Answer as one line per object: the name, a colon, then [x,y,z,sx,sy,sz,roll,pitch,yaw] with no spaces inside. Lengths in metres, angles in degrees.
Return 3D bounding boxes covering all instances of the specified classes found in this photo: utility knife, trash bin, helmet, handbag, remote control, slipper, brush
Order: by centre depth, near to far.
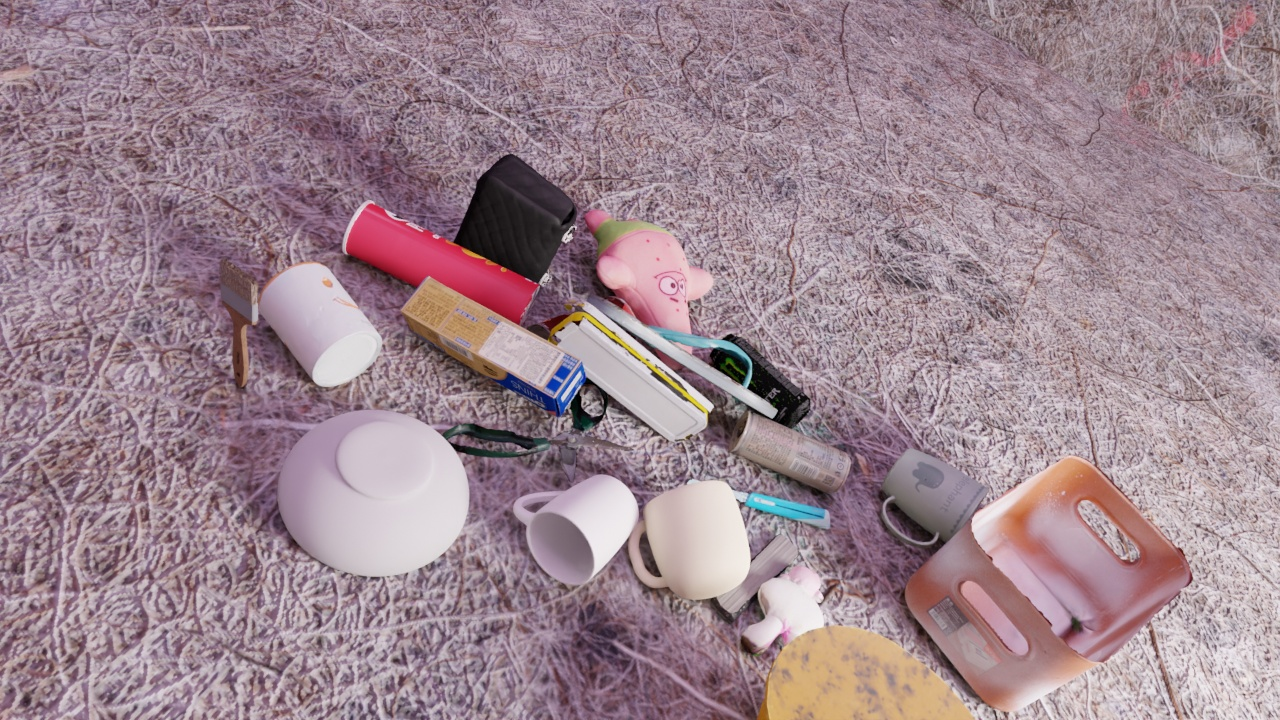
helmet: [0.191,0.365,0.783,0.255,0.132,0.204,44,45,16]
brush: [-0.376,-0.027,0.863,0.045,0.143,0.008,32,41,17]
remote control: [0.123,0.228,0.969,0.033,0.013,0.136,44,43,16]
trash bin: [0.443,0.244,1.013,0.259,0.158,0.181,-18,60,-37]
utility knife: [0.134,0.162,1.039,0.176,0.015,0.022,15,70,-12]
slipper: [0.056,-0.017,1.063,0.268,0.054,0.098,31,-1,-21]
handbag: [-0.144,-0.163,1.113,0.125,0.154,0.114,33,39,-2]

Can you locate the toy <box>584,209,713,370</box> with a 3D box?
toy: [0.014,-0.096,1.167,0.191,0.097,0.236,0,60,-43]

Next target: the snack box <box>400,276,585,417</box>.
snack box: [-0.159,-0.015,0.997,0.207,0.057,0.056,29,67,14]

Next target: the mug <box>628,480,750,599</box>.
mug: [0.049,0.189,0.917,0.120,0.096,0.099,-20,62,5]

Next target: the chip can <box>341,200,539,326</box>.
chip can: [-0.230,-0.107,1.070,0.220,0.069,0.069,26,42,-2]

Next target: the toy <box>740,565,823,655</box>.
toy: [0.153,0.259,0.937,0.079,0.038,0.122,30,47,7]

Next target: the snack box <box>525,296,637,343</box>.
snack box: [-0.070,-0.026,1.073,0.121,0.072,0.072,-23,62,-39]

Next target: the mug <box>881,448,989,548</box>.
mug: [0.340,0.169,1.097,0.104,0.084,0.111,35,70,22]

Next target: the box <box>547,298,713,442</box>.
box: [-0.006,0.010,1.024,0.210,0.067,0.069,38,59,-22]

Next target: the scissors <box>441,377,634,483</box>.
scissors: [-0.108,0.068,0.986,0.203,0.015,0.201,4,29,-6]

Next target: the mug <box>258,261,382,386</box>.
mug: [-0.329,-0.037,0.944,0.082,0.082,0.105,-25,65,-41]

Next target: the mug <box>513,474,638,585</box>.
mug: [-0.067,0.155,0.902,0.114,0.081,0.087,23,33,25]

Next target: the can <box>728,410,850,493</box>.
can: [0.176,0.109,1.082,0.135,0.054,0.054,23,43,-5]

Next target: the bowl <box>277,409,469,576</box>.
bowl: [-0.243,0.109,0.857,0.176,0.066,0.176,14,44,-15]

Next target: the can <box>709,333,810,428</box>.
can: [0.150,0.027,1.147,0.137,0.054,0.053,44,45,17]
